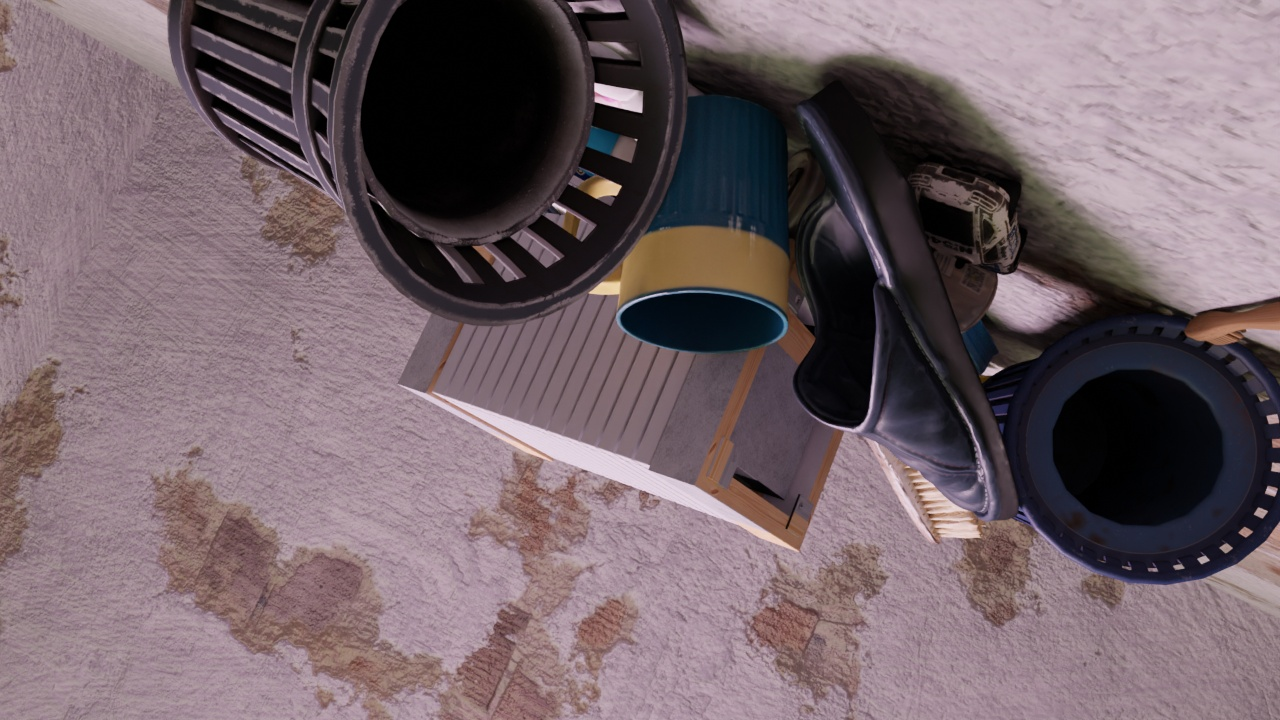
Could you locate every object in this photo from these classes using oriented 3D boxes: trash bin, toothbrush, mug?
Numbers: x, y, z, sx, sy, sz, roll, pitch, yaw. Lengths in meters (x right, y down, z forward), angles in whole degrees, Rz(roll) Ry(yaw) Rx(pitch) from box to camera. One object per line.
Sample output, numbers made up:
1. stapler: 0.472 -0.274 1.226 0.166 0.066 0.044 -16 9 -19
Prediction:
1. trash bin: 0.287 0.054 0.593 0.139 0.139 0.249 26 -179 13
2. toothbrush: 0.275 -0.019 0.386 0.016 0.016 0.167 27 180 8
3. mug: 0.018 -0.067 0.460 0.113 0.107 0.083 2 163 6
4. trash bin: -0.116 -0.135 0.435 0.227 0.164 0.164 31 -177 41
5. trash bin: -0.004 0.004 0.603 0.247 0.142 0.142 14 165 38

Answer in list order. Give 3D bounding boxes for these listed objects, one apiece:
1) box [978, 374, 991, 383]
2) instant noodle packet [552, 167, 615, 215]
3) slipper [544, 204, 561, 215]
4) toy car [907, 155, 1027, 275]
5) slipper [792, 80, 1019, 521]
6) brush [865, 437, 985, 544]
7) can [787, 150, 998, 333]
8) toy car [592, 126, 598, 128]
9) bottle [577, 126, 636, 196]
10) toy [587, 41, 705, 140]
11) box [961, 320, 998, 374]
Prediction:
1. box: 0.230 0.030 0.858 0.209 0.034 0.129 -9 -169 -4
2. instant noodle packet: -0.035 -0.118 0.710 0.087 0.026 0.134 29 176 0
3. slipper: -0.086 -0.164 0.852 0.263 0.082 0.101 48 165 -27
4. toy car: 0.157 -0.063 0.446 0.048 0.040 0.112 27 -179 28
5. slipper: 0.113 -0.006 0.459 0.265 0.083 0.108 54 -166 -37
6. brush: 0.212 0.057 0.725 0.271 0.057 0.083 53 -154 -37
7. can: 0.137 -0.064 0.527 0.135 0.054 0.054 26 180 -14
8. toy car: -0.029 -0.160 0.569 0.089 0.027 0.039 26 178 -22
9. bottle: 0.001 -0.132 0.631 0.146 0.051 0.051 26 180 -9
10. toy: 0.011 -0.135 0.504 0.125 0.037 0.076 20 174 -15
11. box: 0.154 -0.068 0.732 0.232 0.033 0.174 26 173 41
